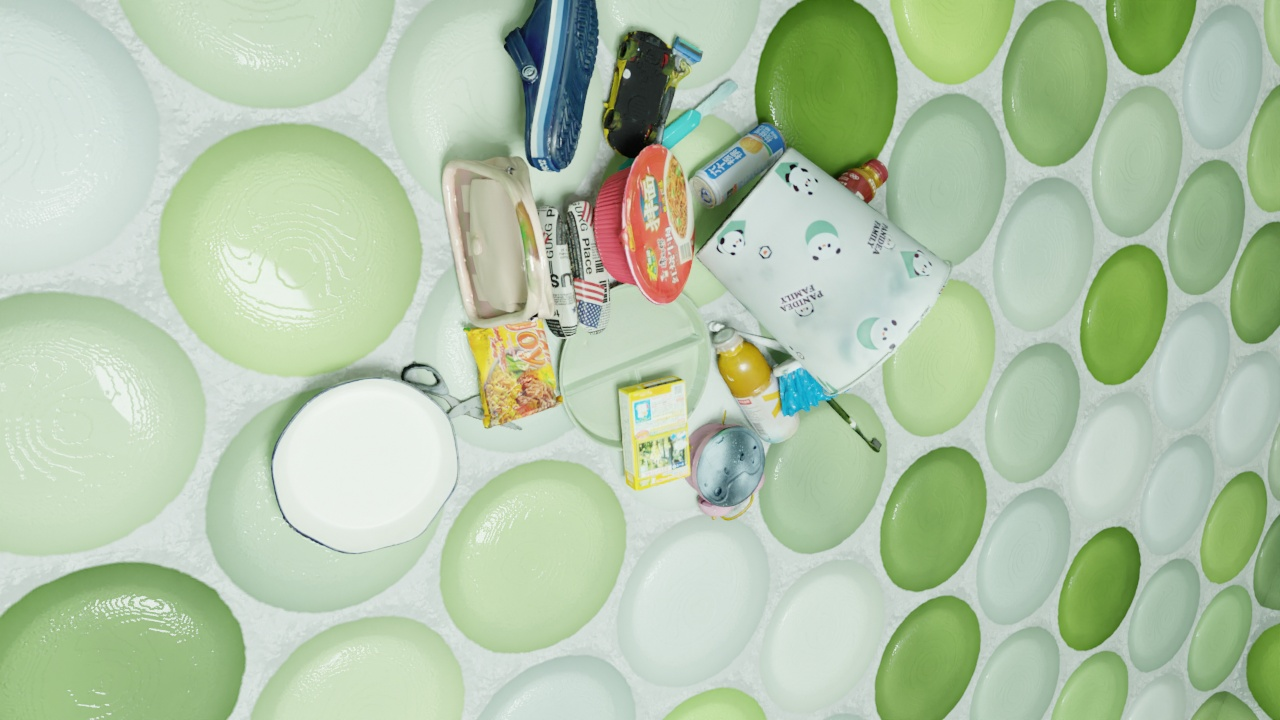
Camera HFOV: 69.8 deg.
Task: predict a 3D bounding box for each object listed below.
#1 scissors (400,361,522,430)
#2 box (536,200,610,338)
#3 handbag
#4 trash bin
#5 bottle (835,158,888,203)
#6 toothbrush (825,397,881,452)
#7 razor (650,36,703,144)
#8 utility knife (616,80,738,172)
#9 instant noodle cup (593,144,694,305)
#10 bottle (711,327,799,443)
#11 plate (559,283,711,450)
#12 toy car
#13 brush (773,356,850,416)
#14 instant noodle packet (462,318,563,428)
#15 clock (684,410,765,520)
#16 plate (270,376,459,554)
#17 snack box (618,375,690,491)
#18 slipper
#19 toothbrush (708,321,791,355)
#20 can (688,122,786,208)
[{"bbox_3d":[-0.220,0.055,1.112,0.180,0.014,0.159,-40,120,-20],"label":"scissors"},{"bbox_3d":[-0.078,-0.110,1.116,0.087,0.076,0.162,-12,100,-32],"label":"box"},{"bbox_3d":[-0.138,-0.123,0.985,0.093,0.234,0.193,-12,105,-20],"label":"handbag"},{"bbox_3d":[0.223,-0.121,1.175,0.252,0.230,0.229,41,78,-2],"label":"trash bin"},{"bbox_3d":[0.283,-0.226,1.314,0.174,0.057,0.057,-39,118,-17],"label":"bottle"},{"bbox_3d":[0.328,0.090,1.440,0.186,0.012,0.017,42,73,-30],"label":"toothbrush"},{"bbox_3d":[0.038,-0.334,1.165,0.042,0.022,0.142,19,89,-27],"label":"razor"},{"bbox_3d":[0.047,-0.294,1.185,0.222,0.013,0.029,-41,116,-13],"label":"utility knife"},{"bbox_3d":[0.001,-0.164,1.126,0.193,0.066,0.194,-2,93,-61],"label":"instant noodle cup"},{"bbox_3d":[0.160,0.034,1.294,0.068,0.068,0.189,-43,119,-16],"label":"bottle"},{"bbox_3d":[-0.007,0.007,1.215,0.229,0.027,0.230,-7,105,-30],"label":"plate"},{"bbox_3d":[-0.006,-0.327,1.130,0.071,0.041,0.156,10,94,-32],"label":"toy car"},{"bbox_3d":[0.301,-0.023,1.340,0.313,0.061,0.109,-25,93,-36],"label":"brush"},{"bbox_3d":[-0.152,0.008,1.114,0.110,0.044,0.128,-16,99,-32],"label":"instant noodle packet"},{"bbox_3d":[0.121,0.159,1.307,0.117,0.060,0.158,-34,115,-21],"label":"clock"},{"bbox_3d":[-0.310,0.115,1.041,0.204,0.045,0.205,-6,105,-21],"label":"plate"},{"bbox_3d":[0.020,0.096,1.217,0.086,0.034,0.140,-13,108,-27],"label":"snack box"},{"bbox_3d":[-0.106,-0.337,1.044,0.095,0.105,0.252,5,84,10],"label":"slipper"},{"bbox_3d":[0.172,-0.029,1.318,0.180,0.016,0.016,15,95,-32],"label":"toothbrush"},{"bbox_3d":[0.129,-0.259,1.218,0.134,0.053,0.053,-39,118,-17],"label":"can"}]
